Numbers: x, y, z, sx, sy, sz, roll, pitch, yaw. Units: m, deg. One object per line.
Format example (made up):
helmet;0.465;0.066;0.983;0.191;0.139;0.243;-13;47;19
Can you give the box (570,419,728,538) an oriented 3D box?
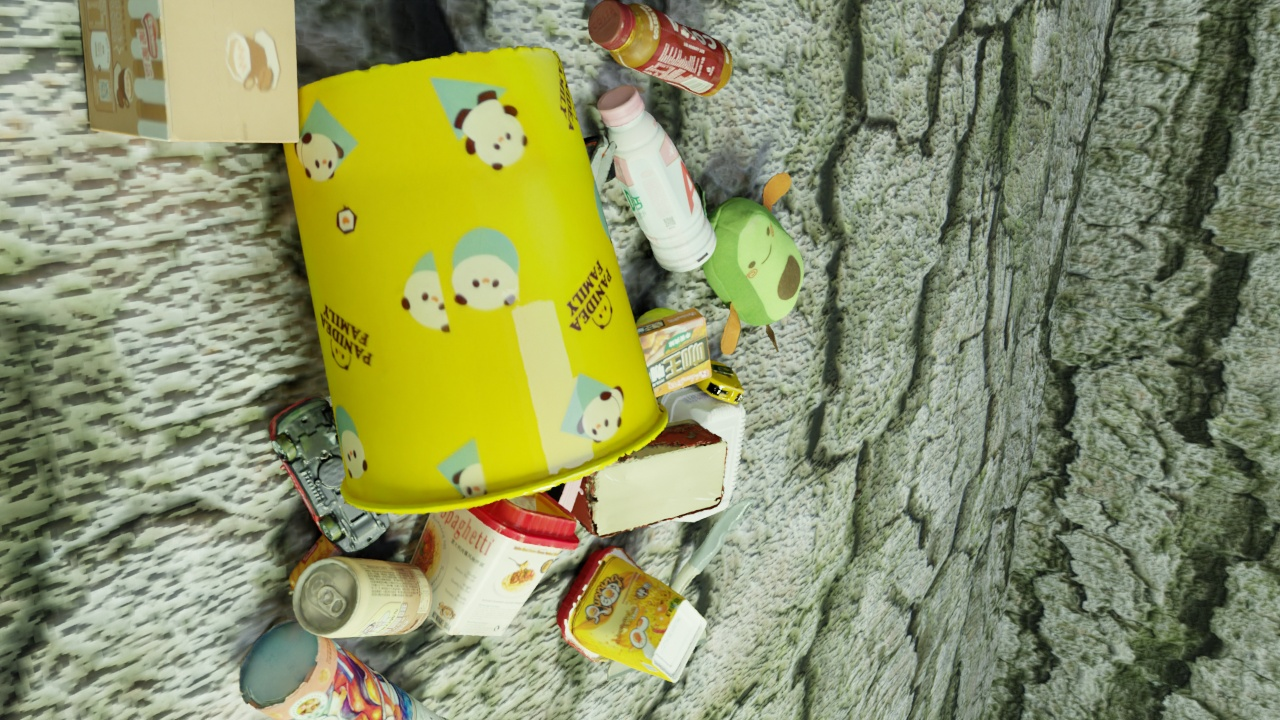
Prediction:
box;0.012;0.122;0.957;0.168;0.079;0.091;-9;111;-32

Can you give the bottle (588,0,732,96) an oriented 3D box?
bottle;0.020;-0.295;0.866;0.174;0.057;0.057;-1;104;-54

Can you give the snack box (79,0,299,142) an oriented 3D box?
snack box;-0.252;-0.172;0.514;0.076;0.094;0.093;-15;115;-51

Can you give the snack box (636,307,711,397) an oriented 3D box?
snack box;-0.005;0.005;0.915;0.153;0.026;0.075;-19;123;-14

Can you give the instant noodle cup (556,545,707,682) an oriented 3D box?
instant noodle cup;-0.006;0.281;0.998;0.116;0.124;0.116;-58;141;-21

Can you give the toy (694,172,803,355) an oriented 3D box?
toy;0.134;-0.111;1.066;0.246;0.090;0.226;33;70;-57

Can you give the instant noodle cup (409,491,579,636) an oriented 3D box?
instant noodle cup;-0.136;0.165;0.799;0.116;0.116;0.124;25;95;-54

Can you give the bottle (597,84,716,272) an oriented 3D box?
bottle;0.015;-0.176;0.900;0.068;0.068;0.197;-55;138;-25

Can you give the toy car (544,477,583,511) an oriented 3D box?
toy car;-0.081;0.118;0.892;0.037;0.056;0.122;25;82;-50

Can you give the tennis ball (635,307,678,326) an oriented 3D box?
tennis ball;0.023;-0.023;0.970;0.065;0.065;0.065;-24;122;-47

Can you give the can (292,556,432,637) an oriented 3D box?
can;-0.212;0.184;0.713;0.058;0.058;0.116;-68;161;-9

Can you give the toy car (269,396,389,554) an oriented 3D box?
toy car;-0.232;0.085;0.681;0.052;0.045;0.120;-33;113;-35

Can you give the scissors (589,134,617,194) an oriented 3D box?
scissors;-0.079;-0.101;0.805;0.194;0.015;0.206;-24;122;-38

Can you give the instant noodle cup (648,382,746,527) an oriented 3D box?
instant noodle cup;0.071;0.114;1.094;0.137;0.060;0.173;-9;109;-52

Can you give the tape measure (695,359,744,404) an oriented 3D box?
tape measure;0.092;0.020;1.083;0.057;0.060;0.029;18;116;-20

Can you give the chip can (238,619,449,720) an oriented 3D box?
chip can;-0.229;0.287;0.746;0.071;0.071;0.215;-55;140;-24

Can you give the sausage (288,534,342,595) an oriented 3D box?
sausage;-0.223;0.117;0.730;0.164;0.021;0.021;-55;140;-25

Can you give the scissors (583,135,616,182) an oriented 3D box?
scissors;-0.095;-0.135;0.808;0.224;0.022;0.221;-56;136;-21

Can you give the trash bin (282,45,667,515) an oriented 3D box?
trash bin;-0.116;-0.059;0.617;0.228;0.230;0.255;-24;107;-47

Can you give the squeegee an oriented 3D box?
squeegee;0.069;0.265;1.144;0.246;0.039;0.247;8;114;-58
